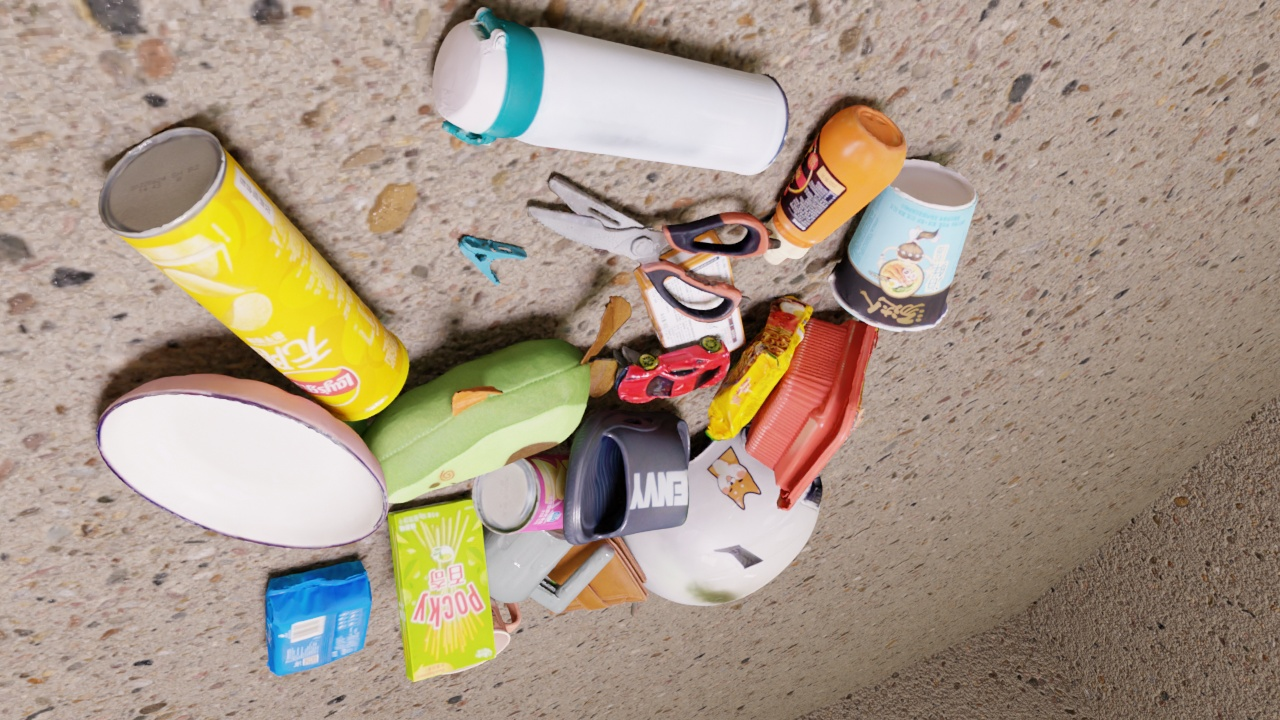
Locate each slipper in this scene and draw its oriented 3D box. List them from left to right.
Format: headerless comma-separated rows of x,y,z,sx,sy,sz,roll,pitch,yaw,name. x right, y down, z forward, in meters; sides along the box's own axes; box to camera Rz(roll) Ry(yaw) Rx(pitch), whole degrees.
0.013,0.098,0.835,0.083,0.110,0.267,3,-176,22,slipper

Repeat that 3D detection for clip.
-0.107,-0.072,0.642,0.033,0.013,0.054,-43,146,18,clip
-0.005,0.003,0.824,0.042,0.026,0.058,-32,149,18,clip

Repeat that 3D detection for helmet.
0.102,0.186,1.045,0.273,0.156,0.231,-16,146,-22,helmet

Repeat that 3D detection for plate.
-0.265,0.067,0.631,0.192,0.039,0.193,4,140,4,plate

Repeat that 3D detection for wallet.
-0.064,0.232,1.000,0.131,0.035,0.119,-17,113,29,wallet

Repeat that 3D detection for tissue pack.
-0.316,0.251,0.896,0.094,0.052,0.158,-8,142,-28,tissue pack

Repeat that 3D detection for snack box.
-0.187,0.213,0.867,0.085,0.156,0.026,-6,180,-33,snack box
0.046,-0.044,0.796,0.075,0.026,0.154,-27,148,-3,snack box

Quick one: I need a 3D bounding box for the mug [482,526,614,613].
-0.101,0.194,0.937,0.124,0.083,0.104,35,115,-12,mug

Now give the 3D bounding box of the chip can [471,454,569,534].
-0.067,0.123,0.859,0.071,0.071,0.210,-41,159,17,chip can

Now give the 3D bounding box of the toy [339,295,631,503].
-0.114,0.039,0.716,0.246,0.090,0.227,-25,168,-14,toy

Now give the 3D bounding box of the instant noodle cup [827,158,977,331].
0.232,-0.105,0.798,0.111,0.111,0.121,-15,138,-24,instant noodle cup

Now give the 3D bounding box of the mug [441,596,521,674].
-0.182,0.258,0.963,0.114,0.106,0.082,3,136,-42,mug

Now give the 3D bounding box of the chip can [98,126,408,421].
-0.215,-0.039,0.544,0.072,0.072,0.213,-28,149,-3,chip can

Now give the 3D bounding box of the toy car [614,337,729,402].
0.029,0.013,0.809,0.106,0.031,0.049,-13,145,-19,toy car

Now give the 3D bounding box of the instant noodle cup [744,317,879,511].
0.166,0.040,0.910,0.079,0.188,0.165,25,134,1,instant noodle cup

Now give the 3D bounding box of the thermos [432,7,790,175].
-0.013,-0.154,0.552,0.223,0.073,0.073,-2,139,-37,thermos

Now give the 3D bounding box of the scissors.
0.019,-0.091,0.687,0.206,0.015,0.202,-23,137,-7,scissors

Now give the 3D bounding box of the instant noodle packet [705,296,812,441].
0.111,0.007,0.874,0.110,0.044,0.129,-52,172,-47,instant noodle packet

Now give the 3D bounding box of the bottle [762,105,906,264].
0.143,-0.129,0.726,0.066,0.066,0.150,-4,147,-36,bottle
